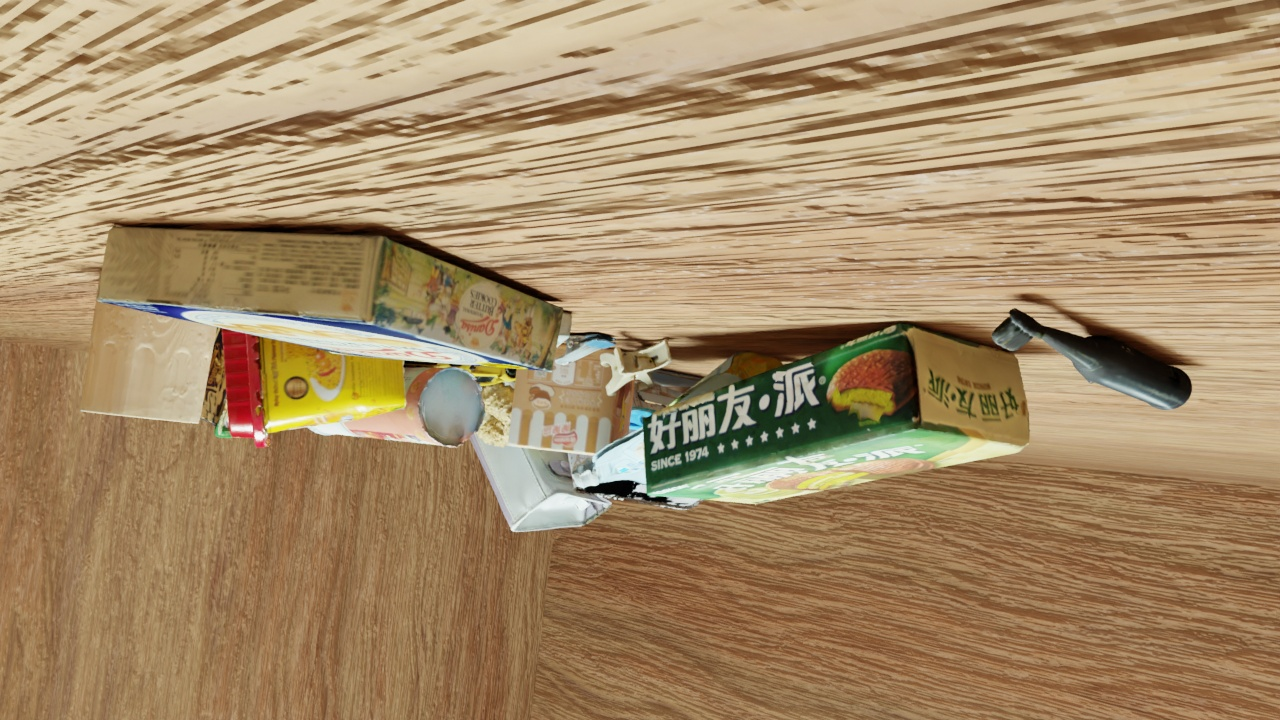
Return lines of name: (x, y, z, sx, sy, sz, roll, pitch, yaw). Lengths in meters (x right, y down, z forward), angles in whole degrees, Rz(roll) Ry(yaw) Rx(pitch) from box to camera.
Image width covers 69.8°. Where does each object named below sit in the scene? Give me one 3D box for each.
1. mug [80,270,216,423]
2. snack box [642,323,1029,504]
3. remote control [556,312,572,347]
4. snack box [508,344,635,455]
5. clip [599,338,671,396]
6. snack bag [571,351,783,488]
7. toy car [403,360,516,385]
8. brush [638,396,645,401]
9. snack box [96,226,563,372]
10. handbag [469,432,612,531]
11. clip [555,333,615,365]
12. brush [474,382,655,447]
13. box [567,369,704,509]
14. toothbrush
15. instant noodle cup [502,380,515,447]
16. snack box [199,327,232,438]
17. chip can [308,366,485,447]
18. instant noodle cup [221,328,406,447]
mug: (-0.366, -0.007, 0.703, 0.084, 0.103, 0.125, 7, 174, -5)
snack box: (0.116, 0.045, 0.606, 0.114, 0.063, 0.241, 11, 159, -37)
remote control: (-0.085, -0.021, 0.661, 0.056, 0.019, 0.135, 8, 174, -11)
snack box: (-0.060, 0.037, 0.834, 0.093, 0.094, 0.077, 5, 175, 11)
clip: (-0.016, 0.006, 0.721, 0.076, 0.034, 0.103, -10, 174, -2)
snack bag: (0.031, 0.057, 0.751, 0.191, 0.039, 0.110, -37, 161, 33)
toy car: (-0.178, 0.004, 0.925, 0.071, 0.041, 0.155, 4, 175, 31)
brush: (-0.048, 0.059, 1.159, 0.063, 0.073, 0.146, 8, 176, -25)
snack box: (-0.164, -0.031, 0.522, 0.178, 0.045, 0.182, 5, 174, 24)
handbag: (-0.128, 0.110, 1.154, 0.099, 0.197, 0.144, -39, 153, 20)
clip: (-0.046, -0.014, 0.722, 0.056, 0.027, 0.024, -12, 166, 42)
brush: (-0.085, 0.057, 0.939, 0.255, 0.083, 0.045, -1, -153, 35)
box: (0.016, 0.055, 1.013, 0.181, 0.157, 0.149, 16, 135, -37)
toothbrush: (0.235, 0.001, 0.469, 0.212, 0.026, 0.027, 12, 134, -42)
instant noodle cup: (-0.106, 0.049, 1.072, 0.109, 0.099, 0.099, 0, 179, -35)
snack box: (-0.400, 0.002, 0.857, 0.105, 0.118, 0.117, 16, 175, 2)
chip can: (-0.235, 0.039, 0.850, 0.215, 0.071, 0.071, -1, 171, 43)
instant noodle cup: (-0.247, 0.004, 0.701, 0.123, 0.116, 0.116, -3, 178, -20)
